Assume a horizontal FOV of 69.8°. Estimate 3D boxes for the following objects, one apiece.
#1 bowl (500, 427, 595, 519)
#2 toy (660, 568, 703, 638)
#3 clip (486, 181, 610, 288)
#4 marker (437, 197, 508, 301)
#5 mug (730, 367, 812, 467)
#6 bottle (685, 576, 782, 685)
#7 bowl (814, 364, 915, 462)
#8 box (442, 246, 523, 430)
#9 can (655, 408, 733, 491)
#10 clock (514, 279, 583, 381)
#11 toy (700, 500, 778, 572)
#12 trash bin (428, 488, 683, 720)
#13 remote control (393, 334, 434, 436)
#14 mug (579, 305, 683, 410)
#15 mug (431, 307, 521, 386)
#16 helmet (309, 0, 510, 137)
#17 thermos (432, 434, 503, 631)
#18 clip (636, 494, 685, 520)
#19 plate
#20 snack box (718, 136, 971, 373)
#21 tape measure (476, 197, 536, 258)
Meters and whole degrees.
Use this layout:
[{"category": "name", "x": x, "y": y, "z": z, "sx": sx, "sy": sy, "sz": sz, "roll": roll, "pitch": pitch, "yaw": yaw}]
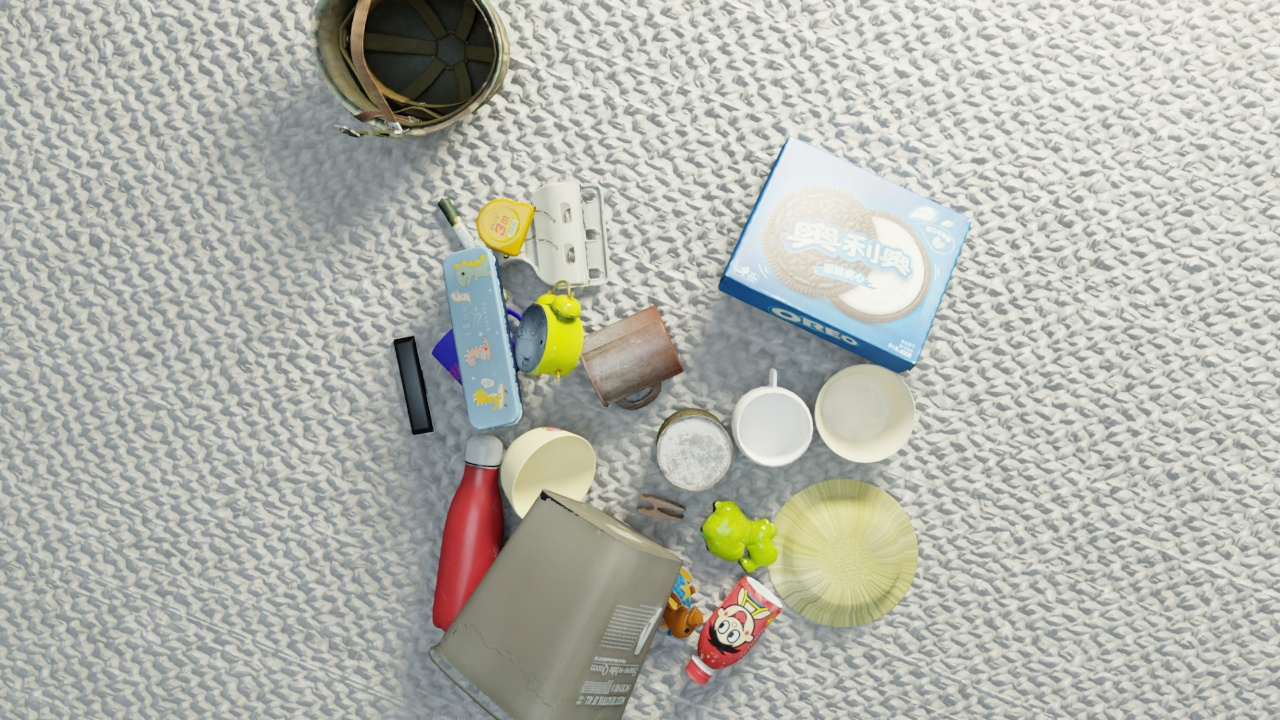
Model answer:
[{"category": "bowl", "x": -0.123, "y": 0.127, "z": 1.102, "sx": 0.074, "sy": 0.118, "sz": 0.118, "roll": 32, "pitch": 95, "yaw": 43}, {"category": "toy", "x": 0.023, "y": 0.303, "z": 1.130, "sx": 0.103, "sy": 0.070, "sz": 0.090, "roll": -15, "pitch": 106, "yaw": 26}, {"category": "clip", "x": -0.114, "y": -0.148, "z": 1.095, "sx": 0.150, "sy": 0.089, "sz": 0.125, "roll": -4, "pitch": 90, "yaw": -7}, {"category": "marker", "x": -0.205, "y": -0.134, "z": 1.125, "sx": 0.017, "sy": 0.017, "sz": 0.146, "roll": -31, "pitch": 91, "yaw": 4}, {"category": "mug", "x": 0.156, "y": 0.067, "z": 1.092, "sx": 0.094, "sy": 0.068, "sz": 0.115, "roll": 2, "pitch": 93, "yaw": 3}, {"category": "bottle", "x": 0.107, "y": 0.332, "z": 1.113, "sx": 0.062, "sy": 0.062, "sz": 0.137, "roll": 38, "pitch": 93, "yaw": 0}, {"category": "bowl", "x": 0.261, "y": 0.060, "z": 1.089, "sx": 0.115, "sy": 0.062, "sz": 0.115, "roll": 0, "pitch": 93, "yaw": 3}, {"category": "box", "x": -0.179, "y": -0.026, "z": 1.039, "sx": 0.067, "sy": 0.052, "sz": 0.209, "roll": -9, "pitch": 82, "yaw": -9}, {"category": "can", "x": 0.063, "y": 0.105, "z": 1.096, "sx": 0.090, "sy": 0.074, "sz": 0.090, "roll": 0, "pitch": 94, "yaw": 2}, {"category": "clock", "x": -0.104, "y": -0.035, "z": 1.056, "sx": 0.057, "sy": 0.083, "sz": 0.119, "roll": 10, "pitch": 90, "yaw": -31}, {"category": "toy", "x": 0.120, "y": 0.214, "z": 1.119, "sx": 0.093, "sy": 0.036, "sz": 0.094, "roll": -6, "pitch": 96, "yaw": 0}, {"category": "trash bin", "x": -0.082, "y": 0.286, "z": 1.045, "sx": 0.198, "sy": 0.197, "sz": 0.220, "roll": 26, "pitch": 86, "yaw": 35}, {"category": "remote control", "x": -0.282, "y": 0.031, "z": 1.141, "sx": 0.028, "sy": 0.011, "sz": 0.124, "roll": -11, "pitch": 92, "yaw": 3}, {"category": "mug", "x": -0.007, "y": 0.006, "z": 1.095, "sx": 0.110, "sy": 0.096, "sz": 0.123, "roll": -21, "pitch": 128, "yaw": 7}, {"category": "mug", "x": -0.182, "y": -0.015, "z": 1.105, "sx": 0.083, "sy": 0.079, "sz": 0.111, "roll": 46, "pitch": 71, "yaw": 0}, {"category": "helmet", "x": -0.260, "y": -0.345, "z": 1.008, "sx": 0.224, "sy": 0.236, "sz": 0.193, "roll": 6, "pitch": 108, "yaw": -1}, {"category": "thermos", "x": -0.203, "y": 0.208, "z": 1.116, "sx": 0.073, "sy": 0.073, "sz": 0.240, "roll": 8, "pitch": 93, "yaw": 2}, {"category": "clip", "x": 0.024, "y": 0.184, "z": 1.128, "sx": 0.049, "sy": 0.026, "sz": 0.061, "roll": -43, "pitch": 89, "yaw": 5}, {"category": "plate", "x": 0.247, "y": 0.238, "z": 1.112, "sx": 0.184, "sy": 0.036, "sz": 0.184, "roll": 0, "pitch": 93, "yaw": 3}, {"category": "snack box", "x": 0.236, "y": -0.122, "z": 1.056, "sx": 0.239, "sy": 0.056, "sz": 0.195, "roll": 25, "pitch": 75, "yaw": 2}, {"category": "tape measure", "x": -0.159, "y": -0.155, "z": 1.061, "sx": 0.059, "sy": 0.030, "sz": 0.068, "roll": 20, "pitch": 90, "yaw": 4}]
